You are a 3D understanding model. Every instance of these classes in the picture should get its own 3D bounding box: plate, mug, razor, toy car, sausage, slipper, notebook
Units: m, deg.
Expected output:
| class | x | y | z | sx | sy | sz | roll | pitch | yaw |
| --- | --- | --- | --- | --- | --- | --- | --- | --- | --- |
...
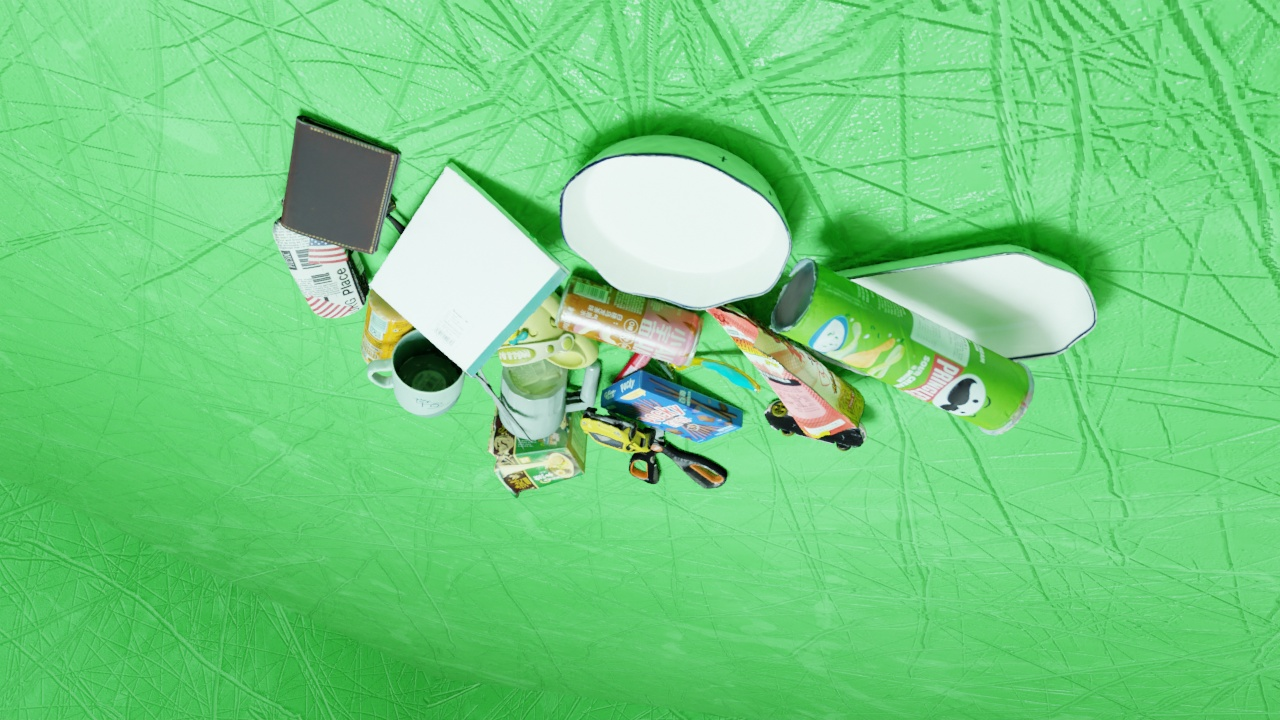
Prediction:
| class | x | y | z | sx | sy | sz | roll | pitch | yaw |
| --- | --- | --- | --- | --- | --- | --- | --- | --- | --- |
| plate | 0.268 | -0.048 | 0.838 | 0.266 | 0.034 | 0.162 | -8 | 143 | 34 |
| mug | -0.264 | 0.018 | 1.083 | 0.111 | 0.082 | 0.106 | 0 | 161 | -14 |
| razor | 0.078 | 0.013 | 1.010 | 0.133 | 0.028 | 0.043 | 15 | 154 | 38 |
| toy car | 0.204 | 0.071 | 1.071 | 0.122 | 0.037 | 0.056 | 12 | 150 | 30 |
| sausage | -0.006 | 0.006 | 1.070 | 0.020 | 0.020 | 0.156 | 21 | 151 | -10 |
| mug | -0.111 | 0.035 | 1.122 | 0.124 | 0.083 | 0.104 | -9 | 152 | -13 |
| toy car | -0.030 | 0.088 | 1.133 | 0.071 | 0.041 | 0.156 | 16 | 173 | 17 |
| plate | 0.032 | -0.122 | 0.810 | 0.205 | 0.045 | 0.205 | 12 | 150 | 7 |
| slipper | -0.119 | -0.029 | 0.999 | 0.092 | 0.081 | 0.190 | -7 | 147 | 36 |
| notebook | -0.178 | -0.082 | 0.920 | 0.150 | 0.012 | 0.210 | 43 | 133 | -7 |

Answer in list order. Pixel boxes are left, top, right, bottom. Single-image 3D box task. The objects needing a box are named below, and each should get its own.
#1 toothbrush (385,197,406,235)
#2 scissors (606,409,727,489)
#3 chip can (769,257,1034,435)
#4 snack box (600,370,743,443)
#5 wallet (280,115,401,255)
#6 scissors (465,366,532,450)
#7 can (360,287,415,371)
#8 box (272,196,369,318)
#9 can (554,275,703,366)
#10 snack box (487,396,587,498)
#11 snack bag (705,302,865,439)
| class | x | y | z | sx | sy | sz | roll | pitch | yaw |
| --- | --- | --- | --- | --- | --- | --- | --- | --- | --- |
| toothbrush | -0.218 | -0.102 | 0.978 | 0.027 | 0.026 | 0.213 | -26 | 138 | 8 |
| scissors | 0.025 | 0.129 | 1.262 | 0.220 | 0.021 | 0.224 | 26 | 149 | -20 |
| chip can | 0.231 | -0.011 | 0.810 | 0.236 | 0.072 | 0.072 | 24 | 149 | -15 |
| snack box | 0.039 | 0.059 | 1.112 | 0.157 | 0.026 | 0.085 | 22 | 151 | -29 |
| wallet | -0.287 | -0.163 | 0.873 | 0.096 | 0.020 | 0.123 | 17 | 129 | -13 |
| scissors | -0.186 | 0.026 | 1.099 | 0.172 | 0.014 | 0.159 | 29 | 144 | 45 |
| can | -0.296 | -0.040 | 1.083 | 0.058 | 0.058 | 0.146 | 21 | 150 | -11 |
| box | -0.337 | -0.100 | 0.978 | 0.074 | 0.079 | 0.164 | 7 | 143 | 6 |
| can | -0.012 | -0.040 | 0.954 | 0.147 | 0.057 | 0.058 | 17 | 150 | -4 |
| snack box | -0.129 | 0.107 | 1.217 | 0.106 | 0.118 | 0.117 | -5 | 146 | 13 |
| snack bag | 0.143 | 0.005 | 0.936 | 0.208 | 0.073 | 0.128 | 38 | -178 | -37 |
